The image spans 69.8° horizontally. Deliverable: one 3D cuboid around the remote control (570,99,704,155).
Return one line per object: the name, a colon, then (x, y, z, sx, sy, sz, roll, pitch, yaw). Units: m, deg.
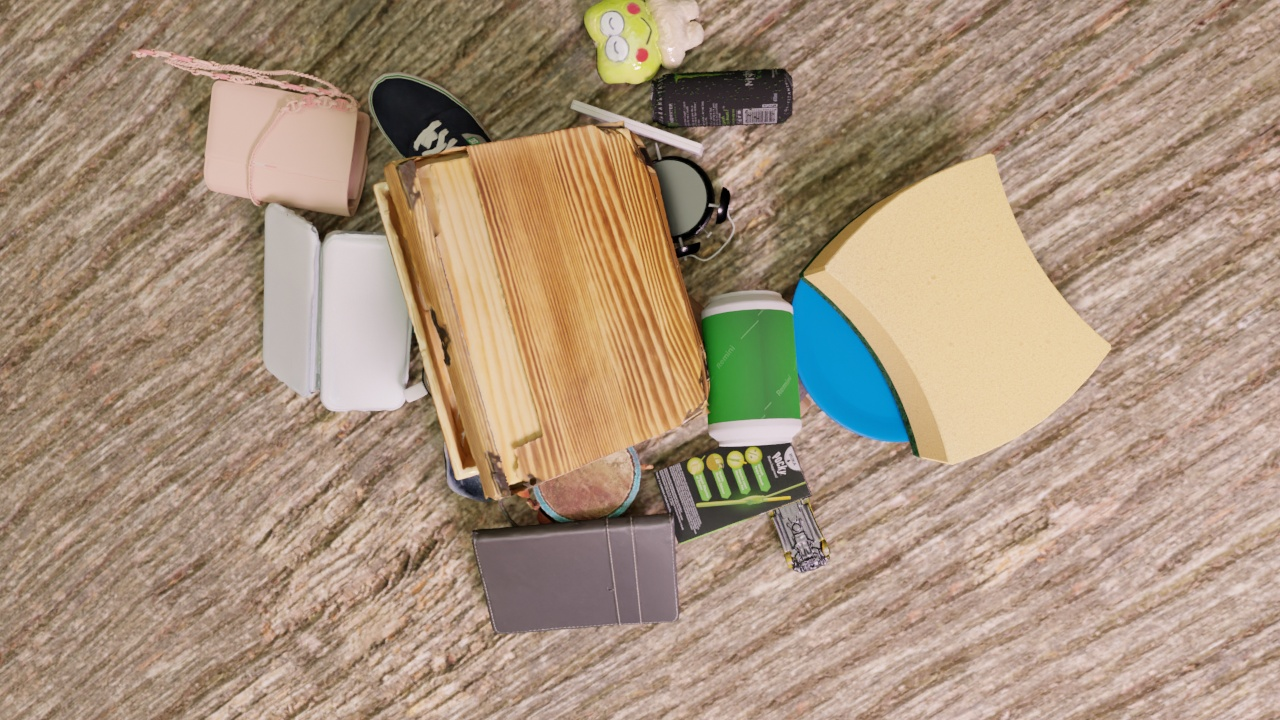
remote control: (-0.002, -0.234, 0.922, 0.136, 0.050, 0.011, 20, 101, 3)

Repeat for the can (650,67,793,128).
can: (0.081, -0.258, 0.906, 0.138, 0.054, 0.054, 0, 100, 7)

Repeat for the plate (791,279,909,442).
plate: (0.255, -0.031, 0.923, 0.224, 0.024, 0.224, 0, 90, -8)

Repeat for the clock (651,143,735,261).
clock: (0.040, -0.156, 0.932, 0.120, 0.042, 0.091, 43, 100, 0)

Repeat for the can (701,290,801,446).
can: (0.104, 0.009, 0.871, 0.088, 0.088, 0.139, -4, 82, 7)

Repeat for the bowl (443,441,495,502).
bowl: (-0.169, 0.092, 0.987, 0.110, 0.055, 0.110, -11, 111, -31)

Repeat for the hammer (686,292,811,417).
hammer: (0.045, -0.055, 0.948, 0.328, 0.052, 0.098, 42, 86, 4)

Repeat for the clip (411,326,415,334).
clip: (-0.244, -0.092, 0.990, 0.119, 0.033, 0.121, 22, 102, 6)

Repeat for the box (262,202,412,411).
box: (-0.327, -0.049, 0.966, 0.186, 0.084, 0.211, 14, 117, 0)

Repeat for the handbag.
handbag: (-0.380, -0.216, 0.901, 0.199, 0.187, 0.116, 11, 94, 0)

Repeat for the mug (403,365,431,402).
mug: (-0.201, 0.016, 0.964, 0.119, 0.100, 0.085, -25, 96, 10)

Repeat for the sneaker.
sneaker: (-0.190, -0.207, 0.935, 0.235, 0.079, 0.084, 44, 102, -1)

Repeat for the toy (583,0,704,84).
toy: (0.005, -0.325, 0.910, 0.115, 0.046, 0.092, -15, 93, 1)

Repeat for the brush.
brush: (0.298, -0.047, 0.877, 0.195, 0.075, 0.250, -34, 94, -7)

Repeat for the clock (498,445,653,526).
clock: (-0.076, 0.122, 0.975, 0.157, 0.073, 0.121, -35, 105, -1)

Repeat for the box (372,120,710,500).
box: (-0.073, -0.054, 0.813, 0.258, 0.221, 0.279, -16, 94, -10)

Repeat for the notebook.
notebook: (-0.064, 0.232, 0.981, 0.209, 0.029, 0.170, -3, 128, 1)

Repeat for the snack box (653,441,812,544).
snack box: (0.097, 0.131, 0.972, 0.148, 0.025, 0.080, -22, 76, 10)

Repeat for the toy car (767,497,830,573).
toy car: (0.167, 0.176, 0.983, 0.049, 0.030, 0.107, -20, 91, 11)
